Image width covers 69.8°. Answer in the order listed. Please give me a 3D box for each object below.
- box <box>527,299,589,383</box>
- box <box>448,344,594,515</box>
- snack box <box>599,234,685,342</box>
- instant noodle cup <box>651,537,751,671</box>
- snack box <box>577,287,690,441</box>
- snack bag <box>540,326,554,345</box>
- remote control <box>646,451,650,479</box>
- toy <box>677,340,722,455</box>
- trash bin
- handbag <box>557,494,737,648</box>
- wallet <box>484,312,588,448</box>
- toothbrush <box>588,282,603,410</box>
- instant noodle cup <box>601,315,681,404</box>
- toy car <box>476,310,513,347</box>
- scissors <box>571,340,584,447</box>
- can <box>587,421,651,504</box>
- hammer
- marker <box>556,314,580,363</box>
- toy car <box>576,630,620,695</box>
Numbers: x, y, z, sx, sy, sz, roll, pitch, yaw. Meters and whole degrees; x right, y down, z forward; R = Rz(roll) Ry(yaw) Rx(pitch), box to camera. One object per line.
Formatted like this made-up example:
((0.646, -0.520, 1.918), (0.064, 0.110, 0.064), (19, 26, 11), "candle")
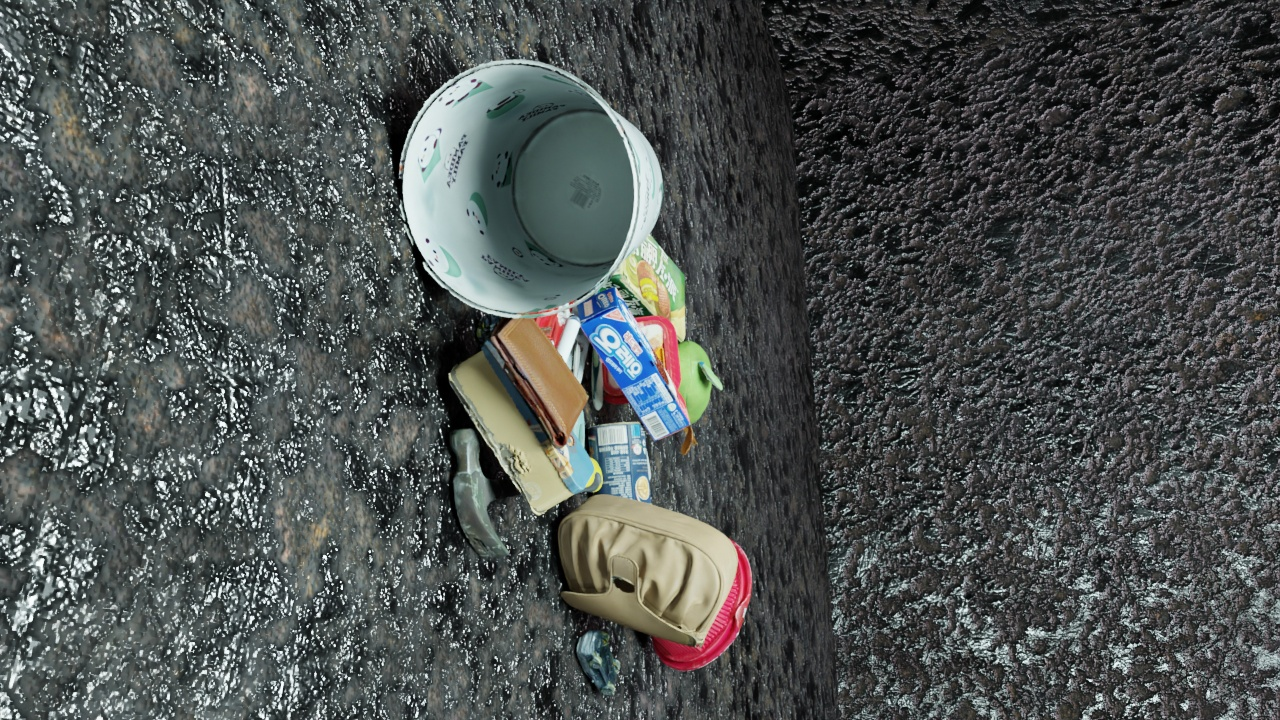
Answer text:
((-0.102, -0.017, 1.107), (0.158, 0.038, 0.200), (77, 16, -44), "box")
((-0.118, 0.056, 0.898), (0.184, 0.060, 0.089), (60, 10, -7), "box")
((-0.006, -0.114, 1.292), (0.240, 0.063, 0.114), (41, 45, -58), "snack box")
((0.062, 0.320, 1.258), (0.066, 0.194, 0.193), (35, 44, -30), "instant noodle cup")
((-0.007, 0.007, 1.159), (0.207, 0.057, 0.058), (58, 12, -30), "snack box")
((-0.097, 0.010, 0.978), (0.045, 0.026, 0.105), (-4, 61, -46), "snack bag")
((-0.015, 0.160, 1.302), (0.135, 0.020, 0.056), (-26, 107, -71), "remote control")
((0.067, 0.040, 1.449), (0.247, 0.090, 0.226), (95, -12, -70), "toy")
((-0.087, -0.175, 0.943), (0.251, 0.230, 0.229), (-44, 124, -73), "trash bin")
((0.000, 0.240, 1.038), (0.099, 0.205, 0.148), (-29, 127, -61), "handbag")
((-0.098, 0.014, 0.874), (0.124, 0.032, 0.101), (56, 14, -12), "wallet")
((-0.059, -0.021, 1.198), (0.018, 0.016, 0.192), (-50, 143, -63), "toothbrush")
((0.000, 0.005, 1.289), (0.124, 0.117, 0.116), (43, 40, -78), "instant noodle cup")
((-0.140, 0.001, 0.959), (0.031, 0.049, 0.105), (-12, 95, -69), "toy car")
((-0.077, 0.060, 1.048), (0.139, 0.019, 0.179), (71, 21, -53), "scissors")
((-0.027, 0.137, 1.190), (0.075, 0.075, 0.111), (21, 63, -69), "can")
((-0.113, 0.139, 1.008), (0.323, 0.032, 0.126), (13, 70, -70), "hammer")
((-0.090, -0.005, 1.029), (0.130, 0.018, 0.023), (-75, 151, -44), "marker")
((-0.050, 0.361, 1.095), (0.042, 0.034, 0.091), (-78, 155, -51), "toy car")
